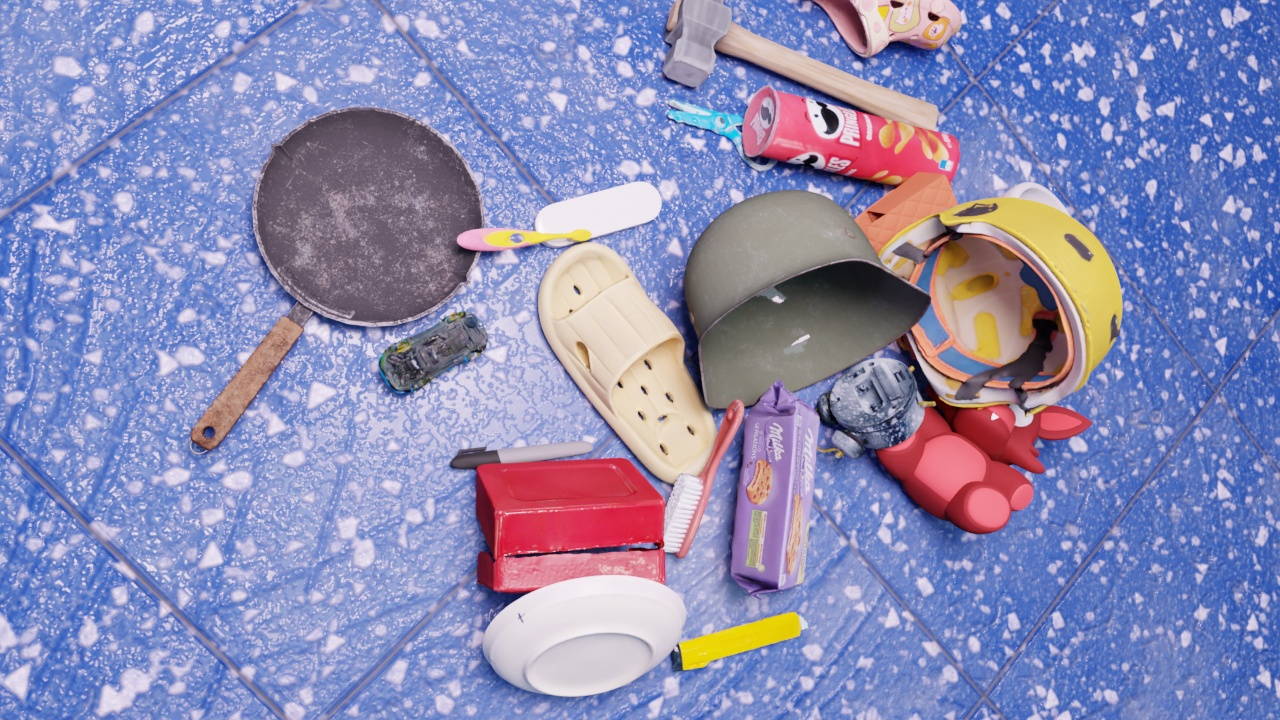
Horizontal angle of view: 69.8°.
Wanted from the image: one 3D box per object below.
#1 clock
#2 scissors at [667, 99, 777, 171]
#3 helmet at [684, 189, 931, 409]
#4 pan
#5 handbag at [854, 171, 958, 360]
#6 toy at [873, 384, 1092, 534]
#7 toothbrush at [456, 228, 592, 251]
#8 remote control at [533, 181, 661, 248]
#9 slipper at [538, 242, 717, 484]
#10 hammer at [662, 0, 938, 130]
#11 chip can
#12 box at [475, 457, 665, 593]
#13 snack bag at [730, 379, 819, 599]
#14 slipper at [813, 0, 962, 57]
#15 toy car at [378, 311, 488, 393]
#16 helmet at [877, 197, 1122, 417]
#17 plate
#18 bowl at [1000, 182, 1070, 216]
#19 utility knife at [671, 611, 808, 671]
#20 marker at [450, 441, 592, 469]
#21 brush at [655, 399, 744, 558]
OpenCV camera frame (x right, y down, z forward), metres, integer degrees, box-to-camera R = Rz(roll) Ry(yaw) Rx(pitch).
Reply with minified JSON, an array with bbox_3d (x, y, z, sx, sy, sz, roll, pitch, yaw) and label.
[{"bbox_3d":[0.231,0.051,0.942,0.129,0.090,0.052,-28,127,13],"label":"clock"},{"bbox_3d":[0.091,-0.259,0.979,0.140,0.015,0.083,18,81,-13],"label":"scissors"},{"bbox_3d":[0.133,-0.074,0.870,0.227,0.267,0.153,-28,73,17],"label":"helmet"},{"bbox_3d":[-0.287,-0.067,0.827,0.207,0.040,0.356,36,77,-11],"label":"pan"},{"bbox_3d":[0.299,-0.100,0.989,0.108,0.060,0.172,-36,113,-9],"label":"handbag"},{"bbox_3d":[0.357,0.081,0.972,0.197,0.121,0.158,-42,61,-17],"label":"toy"},{"bbox_3d":[-0.110,-0.116,0.872,0.135,0.016,0.021,-6,94,-27],"label":"toothbrush"},{"bbox_3d":[-0.042,-0.147,0.924,0.136,0.013,0.043,-19,90,-18],"label":"remote control"},{"bbox_3d":[-0.005,0.005,0.888,0.111,0.079,0.261,-33,96,-14],"label":"slipper"},{"bbox_3d":[0.180,-0.313,0.991,0.322,0.051,0.117,17,75,-17],"label":"hammer"},{"bbox_3d":[0.228,-0.231,0.981,0.232,0.073,0.073,7,82,-21],"label":"chip can"},{"bbox_3d":[-0.065,0.147,0.828,0.157,0.137,0.122,3,85,-19],"label":"box"},{"bbox_3d":[0.133,0.127,0.910,0.058,0.096,0.205,3,82,26],"label":"snack bag"},{"bbox_3d":[0.252,-0.376,1.008,0.197,0.093,0.081,15,100,-14],"label":"slipper"},{"bbox_3d":[-0.192,-0.007,0.853,0.105,0.032,0.048,-33,94,-27],"label":"toy car"},{"bbox_3d":[0.360,-0.067,0.868,0.139,0.240,0.209,-32,102,-22],"label":"helmet"},{"bbox_3d":[-0.046,0.253,0.806,0.182,0.183,0.034,3,44,-17],"label":"plate"},{"bbox_3d":[0.434,-0.106,1.029,0.176,0.066,0.176,14,67,-36],"label":"bowl"},{"bbox_3d":[0.102,0.283,0.926,0.155,0.017,0.030,-9,92,-17],"label":"utility knife"},{"bbox_3d":[-0.113,0.088,0.879,0.138,0.016,0.022,-6,63,-19],"label":"marker"},{"bbox_3d":[0.055,0.113,0.884,0.030,0.041,0.172,17,106,-16],"label":"brush"}]
